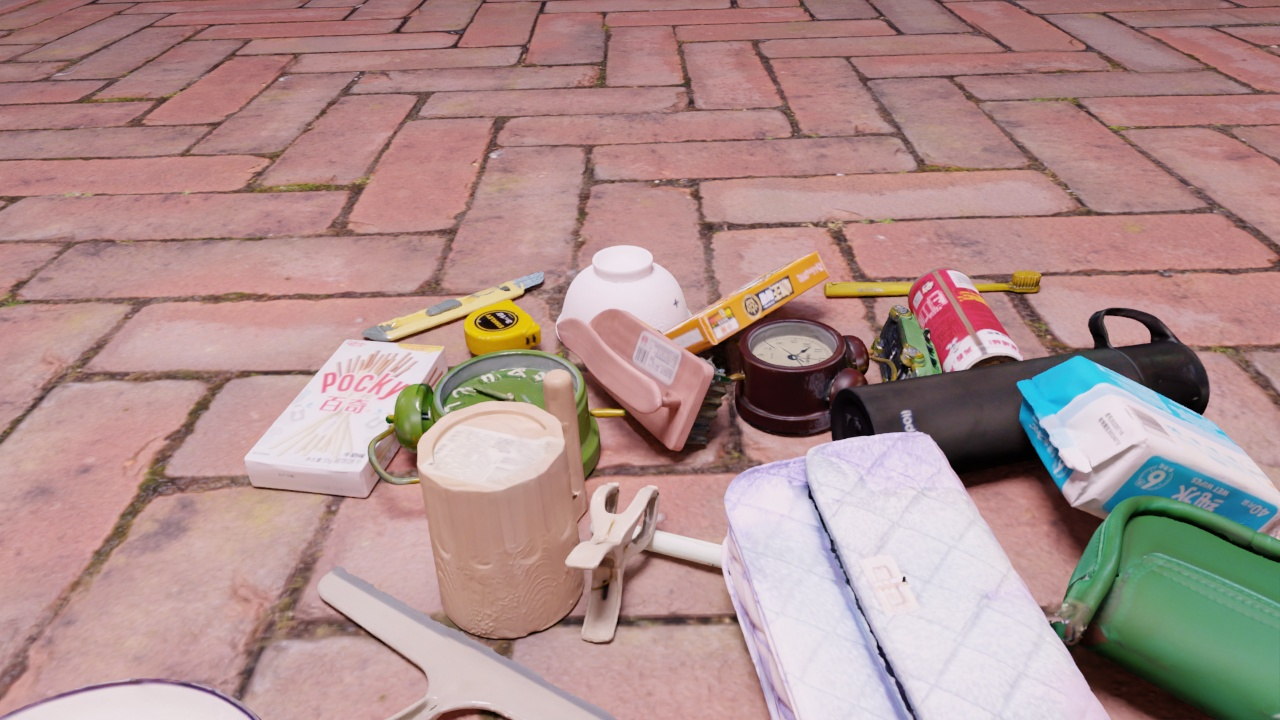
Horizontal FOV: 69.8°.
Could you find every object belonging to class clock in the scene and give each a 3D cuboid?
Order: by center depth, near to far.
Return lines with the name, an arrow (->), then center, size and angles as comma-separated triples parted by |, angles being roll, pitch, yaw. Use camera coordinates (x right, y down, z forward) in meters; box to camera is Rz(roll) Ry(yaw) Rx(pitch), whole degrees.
clock -> -0.101, 0.046, 0.615 | 0.161, 0.056, 0.116 | -20, 35, -26
clock -> 0.121, 0.010, 0.659 | 0.122, 0.055, 0.081 | 3, 32, 14

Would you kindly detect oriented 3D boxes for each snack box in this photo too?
snack box -> -0.207, 0.037, 0.665 | 0.085, 0.027, 0.156 | 4, 34, 9
snack box -> 0.079, -0.041, 0.735 | 0.153, 0.026, 0.075 | -30, 4, -38

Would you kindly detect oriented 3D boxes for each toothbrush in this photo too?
toothbrush -> 0.056, 0.118, 0.529 | 0.190, 0.020, 0.029 | 11, 28, 21
toothbrush -> 0.258, -0.068, 0.811 | 0.190, 0.017, 0.015 | -2, 32, 1

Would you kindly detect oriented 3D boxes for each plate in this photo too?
plate -> -0.236, 0.217, 0.368 | 0.192, 0.039, 0.192 | -1, 32, 1

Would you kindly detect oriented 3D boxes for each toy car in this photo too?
toy car -> 0.199, -0.002, 0.687 | 0.036, 0.043, 0.091 | 10, 39, -9

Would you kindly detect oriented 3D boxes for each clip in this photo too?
clip -> -0.017, 0.101, 0.518 | 0.034, 0.060, 0.096 | 4, 33, 17

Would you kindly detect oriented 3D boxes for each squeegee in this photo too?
squeegee -> -0.138, 0.163, 0.383 | 0.247, 0.039, 0.246 | 18, 4, 28

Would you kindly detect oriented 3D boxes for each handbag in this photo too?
handbag -> 0.273, 0.126, 0.435 | 0.131, 0.068, 0.120 | 25, 25, 33
handbag -> 0.121, 0.126, 0.437 | 0.134, 0.076, 0.193 | -9, 43, -9

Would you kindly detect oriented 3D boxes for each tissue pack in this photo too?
tissue pack -> 0.292, 0.060, 0.534 | 0.140, 0.063, 0.089 | 22, 29, -14

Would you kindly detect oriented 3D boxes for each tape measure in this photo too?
tape measure -> -0.115, -0.022, 0.749 | 0.057, 0.029, 0.060 | -21, 37, -29

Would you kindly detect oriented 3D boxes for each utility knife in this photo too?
utility knife -> -0.158, -0.047, 0.811 | 0.177, 0.019, 0.031 | -19, 42, -33

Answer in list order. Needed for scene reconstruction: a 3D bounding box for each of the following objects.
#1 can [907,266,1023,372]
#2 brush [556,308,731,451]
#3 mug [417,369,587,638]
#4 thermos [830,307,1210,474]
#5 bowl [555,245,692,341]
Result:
can -> 0.247, -0.019, 0.701 | 0.053, 0.053, 0.132 | -2, 32, 0
brush -> -0.004, 0.004, 0.658 | 0.073, 0.063, 0.146 | 10, 18, -38
mug -> -0.067, 0.076, 0.521 | 0.084, 0.104, 0.124 | 13, 36, 23
thermos -> 0.249, 0.022, 0.610 | 0.242, 0.090, 0.068 | -10, -10, -12
bowl -> -0.014, -0.057, 0.766 | 0.118, 0.065, 0.118 | -2, 32, 1
